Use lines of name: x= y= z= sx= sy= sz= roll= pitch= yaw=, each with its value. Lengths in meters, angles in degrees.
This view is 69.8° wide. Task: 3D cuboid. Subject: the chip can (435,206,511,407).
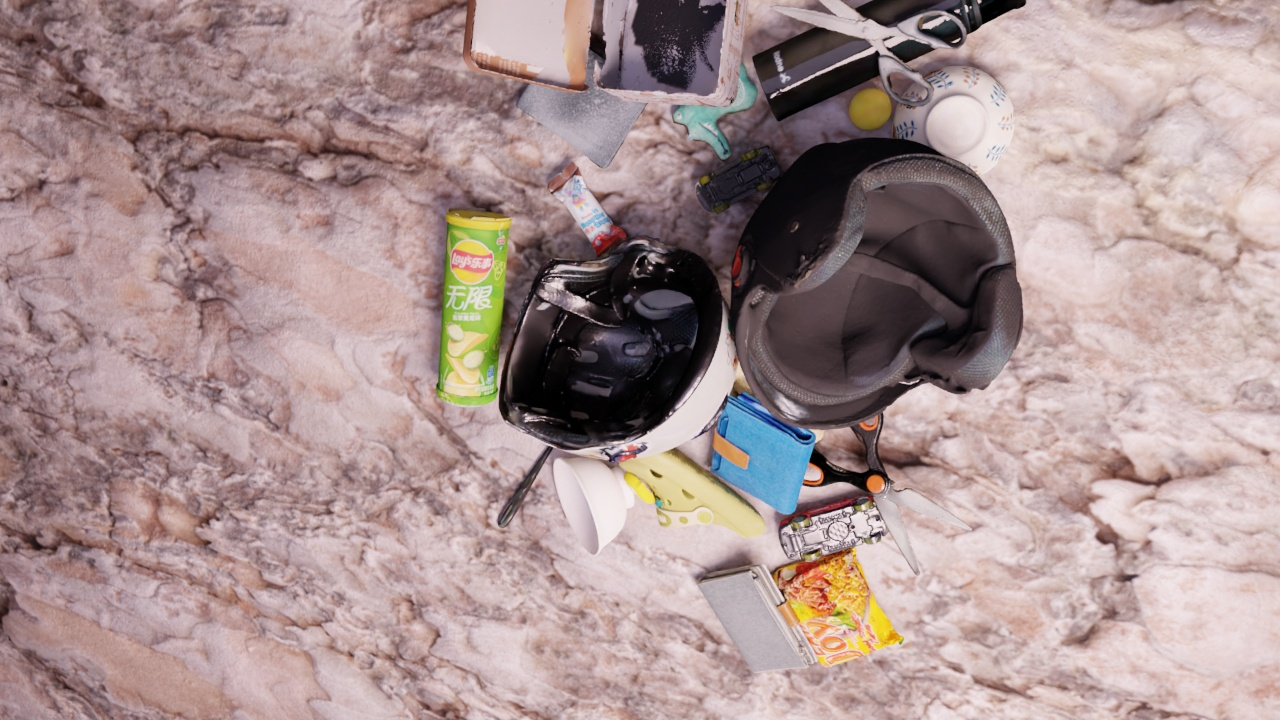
chip can: x=-0.189 y=-0.057 z=1.030 sx=0.072 sy=0.072 sz=0.221 roll=11 pitch=107 yaw=11

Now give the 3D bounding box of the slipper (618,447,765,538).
slipper: x=0.047 y=0.152 z=1.012 sx=0.190 sy=0.091 sz=0.081 roll=33 pitch=89 yaw=-2

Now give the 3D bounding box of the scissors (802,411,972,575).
scissors: x=0.231 y=0.115 z=0.966 sx=0.225 sy=0.021 sz=0.221 roll=-8 pitch=86 yaw=31

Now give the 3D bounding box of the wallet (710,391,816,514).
wallet: x=0.126 y=0.099 z=0.969 sx=0.106 sy=0.040 sz=0.133 roll=30 pitch=144 yaw=21

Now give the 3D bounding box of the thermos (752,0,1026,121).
thermos: x=0.228 y=-0.317 z=0.869 sx=0.243 sy=0.068 sz=0.090 roll=-22 pitch=66 yaw=16

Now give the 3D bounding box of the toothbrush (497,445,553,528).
toothbrush: x=-0.127 y=0.135 z=1.096 sx=0.015 sy=0.018 sz=0.181 roll=33 pitch=111 yaw=0

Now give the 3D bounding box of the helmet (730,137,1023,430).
helmet: x=0.199 y=-0.075 z=0.849 sx=0.233 sy=0.229 sz=0.275 roll=26 pitch=115 yaw=-21

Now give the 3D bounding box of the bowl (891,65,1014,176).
bowl: x=0.298 y=-0.223 z=0.871 sx=0.113 sy=0.062 sz=0.113 roll=3 pitch=104 yaw=14

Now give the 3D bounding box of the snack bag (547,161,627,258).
snack bag: x=-0.057 y=-0.161 z=0.994 sx=0.045 sy=0.026 sz=0.105 roll=-34 pitch=93 yaw=30

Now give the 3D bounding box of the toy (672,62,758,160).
toy: x=0.078 y=-0.256 z=0.934 sx=0.092 sy=0.030 sz=0.096 roll=-32 pitch=95 yaw=24

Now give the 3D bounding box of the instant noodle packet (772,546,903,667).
instant noodle packet: x=0.220 y=0.281 z=1.035 sx=0.111 sy=0.044 sz=0.128 roll=-26 pitch=98 yaw=23

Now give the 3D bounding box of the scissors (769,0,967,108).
scissors: x=0.210 y=-0.298 z=0.827 sx=0.166 sy=0.014 sz=0.163 roll=-18 pitch=110 yaw=18

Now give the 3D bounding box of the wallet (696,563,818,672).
wallet: x=0.136 y=0.294 z=1.051 sx=0.107 sy=0.036 sz=0.129 roll=-26 pitch=97 yaw=46

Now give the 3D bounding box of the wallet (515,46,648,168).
wallet: x=-0.060 y=-0.275 z=0.970 sx=0.121 sy=0.019 sz=0.097 roll=36 pitch=112 yaw=1

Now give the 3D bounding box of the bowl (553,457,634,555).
bowl: x=-0.046 y=0.155 z=1.048 sx=0.064 sy=0.118 sz=0.118 roll=-21 pitch=101 yaw=-21

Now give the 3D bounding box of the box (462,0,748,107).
box: x=-0.026 y=-0.344 z=0.871 sx=0.272 sy=0.130 sz=0.179 roll=5 pitch=99 yaw=-8

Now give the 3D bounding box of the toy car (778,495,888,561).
toy car: x=0.212 y=0.181 z=1.009 sx=0.121 sy=0.045 sz=0.053 roll=-16 pitch=102 yaw=11

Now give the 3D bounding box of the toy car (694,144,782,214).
toy car: x=0.100 y=-0.185 z=0.944 sx=0.091 sy=0.035 sz=0.042 roll=-26 pitch=96 yaw=19

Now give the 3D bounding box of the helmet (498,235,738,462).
helmet: x=-0.006 y=0.005 z=0.940 sx=0.275 sy=0.157 sz=0.229 roll=-5 pitch=64 yaw=33

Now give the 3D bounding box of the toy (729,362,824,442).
toy: x=0.131 y=0.036 z=0.978 sx=0.157 sy=0.066 sz=0.105 roll=50 pitch=122 yaw=6

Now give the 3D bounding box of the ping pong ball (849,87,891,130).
ping pong ball: x=0.224 y=-0.245 z=0.894 sx=0.040 sy=0.040 sz=0.040 roll=4 pitch=105 yaw=13
